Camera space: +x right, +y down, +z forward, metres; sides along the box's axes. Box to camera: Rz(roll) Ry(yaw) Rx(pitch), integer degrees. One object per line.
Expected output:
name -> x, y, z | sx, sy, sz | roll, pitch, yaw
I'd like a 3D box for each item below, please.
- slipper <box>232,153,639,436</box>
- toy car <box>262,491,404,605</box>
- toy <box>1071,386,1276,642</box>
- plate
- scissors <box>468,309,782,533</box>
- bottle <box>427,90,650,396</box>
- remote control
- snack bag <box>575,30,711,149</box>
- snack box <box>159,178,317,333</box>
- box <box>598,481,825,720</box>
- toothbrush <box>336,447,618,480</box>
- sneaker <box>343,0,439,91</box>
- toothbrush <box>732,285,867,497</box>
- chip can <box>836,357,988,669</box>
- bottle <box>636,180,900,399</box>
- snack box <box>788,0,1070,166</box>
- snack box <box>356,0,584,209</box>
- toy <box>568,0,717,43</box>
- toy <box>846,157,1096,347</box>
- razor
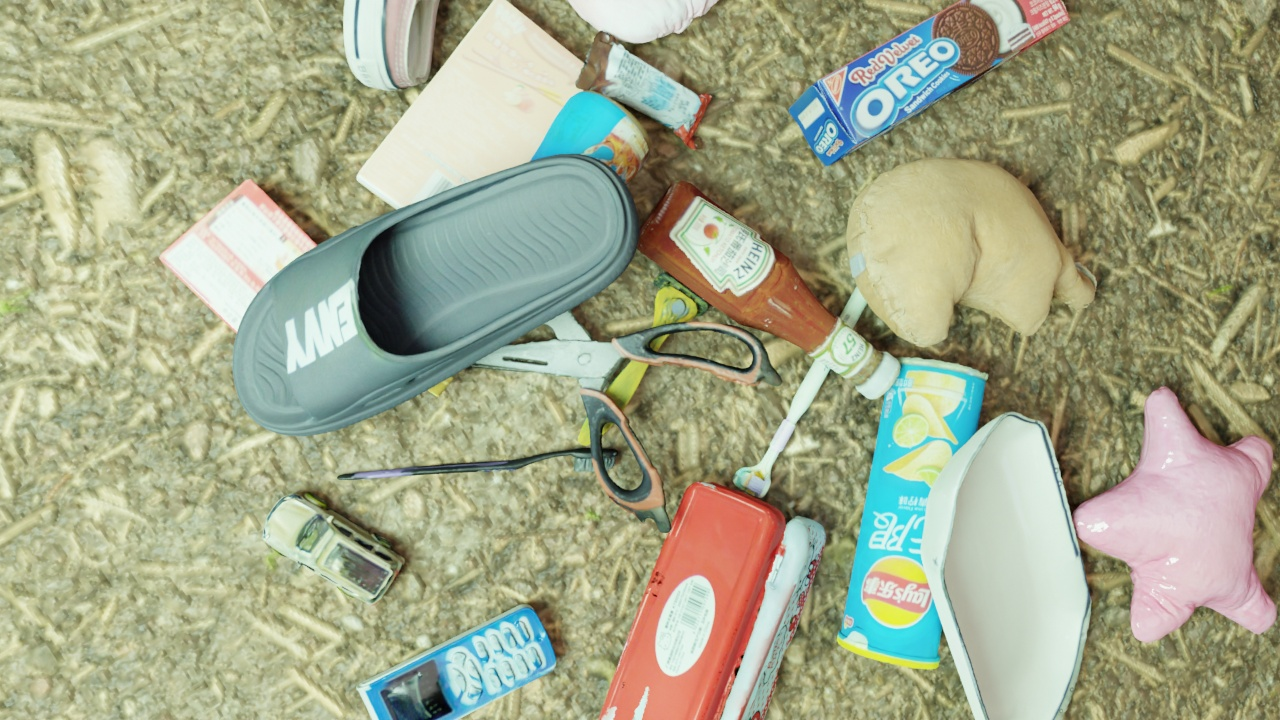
slipper -> -0.131, -0.045, 0.525 | 0.268, 0.083, 0.110 | -25, 83, 8
toy car -> -0.199, 0.120, 0.590 | 0.090, 0.035, 0.042 | 35, 81, -7
toy -> 0.411, 0.117, 0.708 | 0.178, 0.075, 0.194 | 3, 85, -11
plate -> 0.256, 0.160, 0.647 | 0.161, 0.034, 0.266 | -43, 120, -31
scissors -> -0.017, 0.007, 0.618 | 0.189, 0.015, 0.225 | -31, 82, -2
bottle -> -0.079, -0.073, 0.596 | 0.065, 0.065, 0.218 | 37, 83, -9
remote control -> -0.120, 0.209, 0.610 | 0.124, 0.024, 0.049 | -24, 94, -13
snack bag -> 0.007, -0.185, 0.636 | 0.105, 0.026, 0.045 | 23, 87, -27
snack box -> -0.223, -0.036, 0.592 | 0.075, 0.025, 0.153 | -45, 98, -10
box -> 0.052, 0.193, 0.643 | 0.095, 0.100, 0.201 | 19, 84, 29
toothbrush -> -0.107, 0.074, 0.623 | 0.189, 0.014, 0.017 | -4, 102, -12
sneaker -> -0.131, -0.291, 0.579 | 0.088, 0.118, 0.241 | 5, 94, 5
toothbrush -> 0.126, 0.015, 0.673 | 0.189, 0.029, 0.020 | -58, 142, -9
chip can -> 0.195, 0.107, 0.660 | 0.071, 0.071, 0.210 | 12, 86, -12
bottle -> 0.091, -0.044, 0.640 | 0.206, 0.060, 0.059 | 36, 81, -6
snack box -> 0.213, -0.219, 0.679 | 0.207, 0.058, 0.057 | -31, 92, -12
snack box -> -0.109, -0.158, 0.620 | 0.084, 0.026, 0.157 | 37, 81, -10
toy -> -0.013, -0.297, 0.630 | 0.121, 0.054, 0.159 | -39, 100, -12
toy -> 0.255, -0.085, 0.677 | 0.225, 0.083, 0.143 | -5, 83, -22
razor -> -0.004, 0.004, 0.642 | 0.043, 0.028, 0.132 | 36, 83, -13
